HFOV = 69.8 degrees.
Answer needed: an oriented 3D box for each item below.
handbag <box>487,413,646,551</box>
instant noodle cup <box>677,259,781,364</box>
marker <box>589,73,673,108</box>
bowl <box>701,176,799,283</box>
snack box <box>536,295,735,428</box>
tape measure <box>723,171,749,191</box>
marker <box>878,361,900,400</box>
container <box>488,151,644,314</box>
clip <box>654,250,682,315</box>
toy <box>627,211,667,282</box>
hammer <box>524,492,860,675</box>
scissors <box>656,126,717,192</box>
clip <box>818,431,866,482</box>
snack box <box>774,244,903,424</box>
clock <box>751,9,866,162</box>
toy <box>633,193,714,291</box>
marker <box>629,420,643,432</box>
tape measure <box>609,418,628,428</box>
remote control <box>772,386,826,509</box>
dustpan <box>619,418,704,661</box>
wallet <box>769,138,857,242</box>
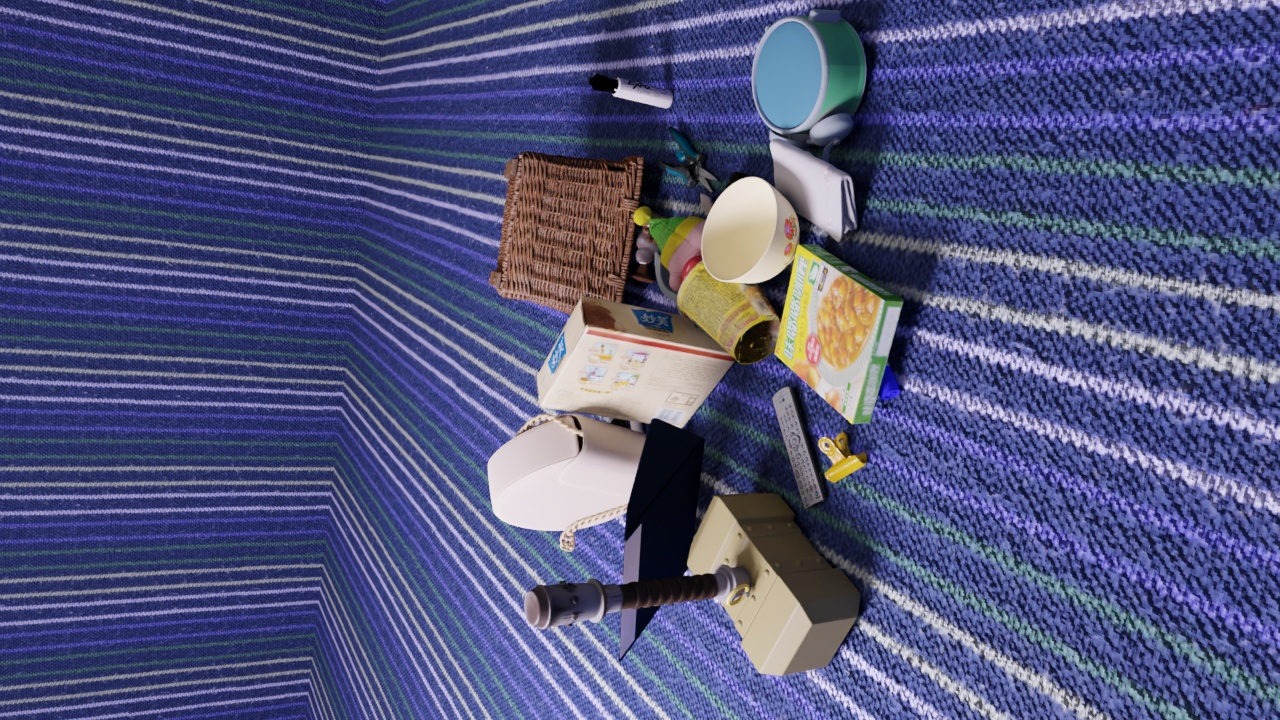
[{"bbox_3d":[-0.089,0.161,1.215,0.209,0.210,0.103,-36,51,32],"label":"handbag"},{"bbox_3d":[0.109,-0.056,1.064,0.108,0.102,0.102,55,132,38],"label":"instant noodle cup"},{"bbox_3d":[-0.013,-0.374,1.272,0.025,0.125,0.025,-11,77,59],"label":"marker"},{"bbox_3d":[0.134,-0.135,1.018,0.118,0.074,0.117,-24,60,48],"label":"bowl"},{"bbox_3d":[-0.007,0.007,1.137,0.154,0.207,0.055,-56,34,40],"label":"snack box"},{"bbox_3d":[0.123,-0.190,1.108,0.067,0.038,0.063,48,127,50],"label":"tape measure"},{"bbox_3d":[0.228,-0.026,0.930,0.020,0.020,0.141,-49,47,46],"label":"marker"},{"bbox_3d":[-0.113,-0.184,1.328,0.162,0.183,0.250,-148,67,-74],"label":"container"},{"bbox_3d":[0.066,-0.111,1.205,0.108,0.028,0.163,-58,42,41],"label":"clip"},{"bbox_3d":[0.013,-0.164,1.290,0.055,0.041,0.102,176,106,-82],"label":"toy"},{"bbox_3d":[0.037,0.229,0.918,0.190,0.324,0.101,52,130,45],"label":"hammer"},{"bbox_3d":[0.060,-0.270,1.242,0.123,0.019,0.149,-34,60,53],"label":"scissors"},{"bbox_3d":[0.203,0.098,0.949,0.053,0.035,0.046,-45,57,50],"label":"clip"},{"bbox_3d":[0.197,-0.032,0.943,0.168,0.027,0.132,-129,42,-58],"label":"snack box"},{"bbox_3d":[0.184,-0.287,0.991,0.122,0.075,0.161,9,107,58],"label":"clock"},{"bbox_3d":[0.060,-0.153,1.148,0.124,0.097,0.131,-51,40,2],"label":"toy"},{"bbox_3d":[-0.001,0.120,1.300,0.020,0.017,0.133,97,164,-67],"label":"marker"},{"bbox_3d":[-0.036,0.127,1.338,0.072,0.042,0.072,-49,42,44],"label":"tape measure"},{"bbox_3d":[0.174,0.094,1.012,0.033,0.013,0.136,-43,51,49],"label":"remote control"},{"bbox_3d":[0.018,0.181,1.110,0.080,0.272,0.237,23,135,22],"label":"dustpan"},{"bbox_3d":[0.186,-0.185,0.974,0.116,0.032,0.086,47,162,40],"label":"wallet"}]
